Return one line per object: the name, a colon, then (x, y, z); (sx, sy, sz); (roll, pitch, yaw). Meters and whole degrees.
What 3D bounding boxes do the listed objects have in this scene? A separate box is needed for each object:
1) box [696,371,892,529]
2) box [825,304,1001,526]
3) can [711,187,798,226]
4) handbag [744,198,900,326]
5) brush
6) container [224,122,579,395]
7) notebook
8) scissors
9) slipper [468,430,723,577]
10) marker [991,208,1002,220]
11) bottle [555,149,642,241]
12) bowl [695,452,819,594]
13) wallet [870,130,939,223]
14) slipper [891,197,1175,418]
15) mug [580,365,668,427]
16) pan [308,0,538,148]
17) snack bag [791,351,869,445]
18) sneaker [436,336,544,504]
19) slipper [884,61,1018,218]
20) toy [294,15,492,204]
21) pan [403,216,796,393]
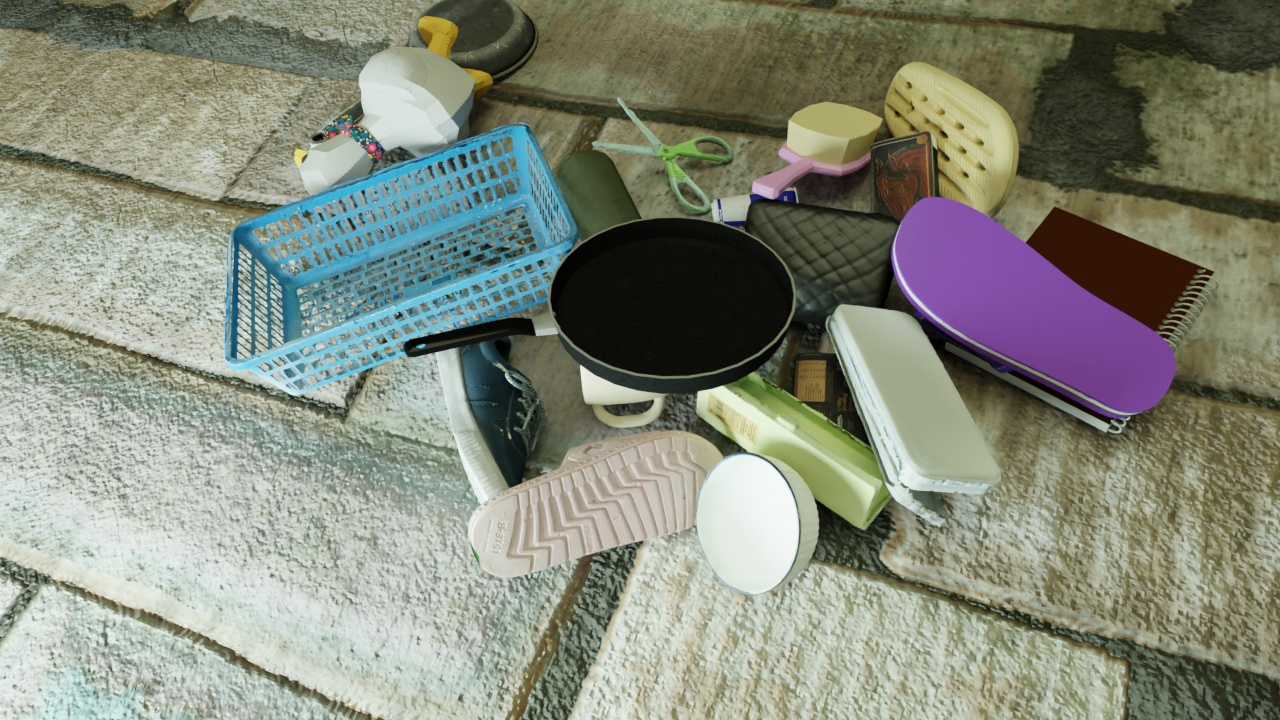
box: (0.145, 0.064, 0.821); (0.188, 0.092, 0.083); (36, 54, 24)
box: (0.230, 0.027, 0.785); (0.083, 0.122, 0.215); (-32, 48, 24)
can: (0.127, -0.169, 1.017); (0.095, 0.032, 0.032); (-8, 56, 5)
handbag: (0.180, -0.087, 0.938); (0.154, 0.114, 0.125); (12, 83, 14)
brush: (0.185, -0.225, 0.979); (0.089, 0.043, 0.228); (25, 37, 24)
container: (-0.253, -0.107, 0.992); (0.362, 0.089, 0.257); (-21, 45, -4)
notebook: (0.429, -0.046, 0.889); (0.172, 0.022, 0.208); (33, 68, 29)
scissors: (0.029, -0.233, 1.053); (0.171, 0.025, 0.159); (0, 74, -14)
slipper: (-0.038, 0.120, 0.819); (0.239, 0.094, 0.064); (-16, 16, -16)
marker: (0.315, -0.161, 0.984); (0.133, 0.023, 0.027); (3, 79, 12)
bottle: (-0.031, -0.141, 1.004); (0.071, 0.071, 0.206); (-21, 56, -4)
bowl: (0.110, 0.138, 0.788); (0.062, 0.118, 0.118); (4, 44, -40)
wallet: (0.275, -0.172, 0.960); (0.072, 0.019, 0.123); (-6, 79, 34)
slipper: (0.343, -0.038, 0.848); (0.266, 0.084, 0.107); (34, 80, 10)
mug: (-0.005, 0.005, 0.896); (0.100, 0.096, 0.120); (-3, 94, 1)
pan: (-0.299, -0.395, 1.241); (0.356, 0.055, 0.187); (-37, 58, -19)
snack bag: (0.179, 0.058, 0.867); (0.075, 0.018, 0.154); (3, 57, 12)
sneaker: (-0.136, 0.057, 0.889); (0.087, 0.089, 0.235); (-18, 51, -7)
slipper: (0.344, -0.242, 0.974); (0.079, 0.111, 0.261); (0, 37, -15)
toy: (-0.292, -0.292, 1.109); (0.247, 0.141, 0.266); (10, 56, 45)
pan: (-0.034, -0.041, 0.835); (0.356, 0.034, 0.225); (-13, 46, -11)
